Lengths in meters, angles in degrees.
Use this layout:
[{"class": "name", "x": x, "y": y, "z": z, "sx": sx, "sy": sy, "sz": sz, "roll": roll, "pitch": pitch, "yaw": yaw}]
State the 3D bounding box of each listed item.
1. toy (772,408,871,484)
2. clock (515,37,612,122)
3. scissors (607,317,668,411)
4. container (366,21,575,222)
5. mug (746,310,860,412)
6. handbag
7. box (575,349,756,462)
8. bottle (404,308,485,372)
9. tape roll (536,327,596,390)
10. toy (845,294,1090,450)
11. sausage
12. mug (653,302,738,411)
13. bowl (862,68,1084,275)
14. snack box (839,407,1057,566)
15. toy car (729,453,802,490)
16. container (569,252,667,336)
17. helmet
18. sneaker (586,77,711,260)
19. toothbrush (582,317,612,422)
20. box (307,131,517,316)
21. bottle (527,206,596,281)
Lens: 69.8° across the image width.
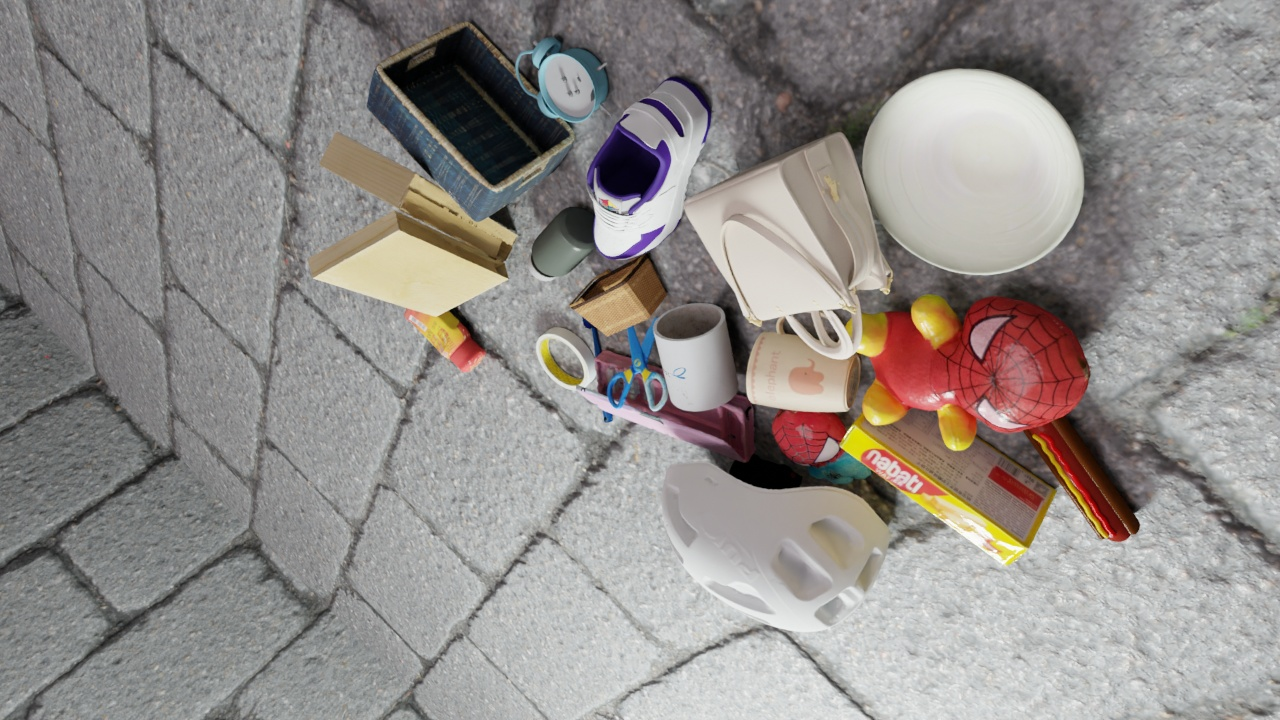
[{"class": "toy", "x": 0.205, "y": 0.097, "z": 1.044, "sx": 0.133, "sy": 0.062, "sz": 0.092, "roll": 44, "pitch": 151, "yaw": -15}, {"class": "clock", "x": -0.087, "y": -0.299, "z": 0.983, "sx": 0.123, "sy": 0.041, "sz": 0.087, "roll": 21, "pitch": 135, "yaw": 27}, {"class": "scissors", "x": 0.006, "y": 0.005, "z": 1.128, "sx": 0.109, "sy": 0.018, "sz": 0.131, "roll": 24, "pitch": 97, "yaw": 27}, {"class": "container", "x": -0.188, "y": -0.266, "z": 1.023, "sx": 0.187, "sy": 0.145, "sz": 0.071, "roll": 47, "pitch": 146, "yaw": 0}, {"class": "mug", "x": 0.178, "y": 0.001, "z": 0.976, "sx": 0.104, "sy": 0.085, "sz": 0.111, "roll": 11, "pitch": 101, "yaw": 25}, {"class": "handbag", "x": 0.148, "y": -0.090, "z": 0.860, "sx": 0.198, "sy": 0.101, "sz": 0.195, "roll": 64, "pitch": 157, "yaw": -9}, {"class": "box", "x": 0.028, "y": 0.070, "z": 1.167, "sx": 0.233, "sy": 0.080, "sz": 0.099, "roll": 20, "pitch": 134, "yaw": 30}, {"class": "bottle", "x": -0.296, "y": -0.042, "z": 1.397, "sx": 0.134, "sy": 0.048, "sz": 0.072, "roll": 46, "pitch": 142, "yaw": 1}, {"class": "tape roll", "x": -0.103, "y": -0.002, "z": 1.276, "sx": 0.094, "sy": 0.019, "sz": 0.094, "roll": 25, "pitch": 137, "yaw": 26}, {"class": "toy", "x": 0.300, "y": 0.003, "z": 0.840, "sx": 0.217, "sy": 0.098, "sz": 0.147, "roll": 0, "pitch": 120, "yaw": 44}, {"class": "sausage", "x": 0.417, "y": 0.109, "z": 0.869, "sx": 0.155, "sy": 0.040, "sz": 0.040, "roll": 53, "pitch": 142, "yaw": -7}, {"class": "mug", "x": 0.057, "y": -0.012, "z": 1.079, "sx": 0.119, "sy": 0.083, "sz": 0.096, "roll": 42, "pitch": 152, "yaw": 54}, {"class": "bowl", "x": 0.276, "y": -0.161, "z": 0.751, "sx": 0.177, "sy": 0.057, "sz": 0.177, "roll": 25, "pitch": 136, "yaw": 26}, {"class": "snack box", "x": 0.309, "y": 0.109, "z": 0.927, "sx": 0.201, "sy": 0.091, "sz": 0.042, "roll": 36, "pitch": 141, "yaw": 13}, {"class": "toy car", "x": 0.156, "y": 0.148, "z": 1.148, "sx": 0.092, "sy": 0.042, "sz": 0.036, "roll": 18, "pitch": 156, "yaw": 32}, {"class": "container", "x": -0.023, "y": -0.077, "z": 1.105, "sx": 0.061, "sy": 0.063, "sz": 0.114, "roll": 50, "pitch": 143, "yaw": -16}, {"class": "helmet", "x": 0.143, "y": 0.207, "z": 1.098, "sx": 0.282, "sy": 0.183, "sz": 0.224, "roll": 29, "pitch": 164, "yaw": 37}, {"class": "sneaker", "x": -0.012, "y": -0.175, "z": 0.964, "sx": 0.092, "sy": 0.110, "sz": 0.245, "roll": 39, "pitch": 141, "yaw": 10}, {"class": "toothbrush", "x": -0.058, "y": 0.011, "z": 1.245, "sx": 0.016, "sy": 0.017, "sz": 0.190, "roll": 19, "pitch": 134, "yaw": 32}, {"class": "box", "x": -0.264, "y": -0.151, "z": 1.107, "sx": 0.142, "sy": 0.248, "sz": 0.179, "roll": 8, "pitch": 86, "yaw": 21}, {"class": "bottle", "x": -0.096, "y": -0.138, "z": 1.117, "sx": 0.060, "sy": 0.060, "sz": 0.109, "roll": 50, "pitch": 142, "yaw": -4}]
